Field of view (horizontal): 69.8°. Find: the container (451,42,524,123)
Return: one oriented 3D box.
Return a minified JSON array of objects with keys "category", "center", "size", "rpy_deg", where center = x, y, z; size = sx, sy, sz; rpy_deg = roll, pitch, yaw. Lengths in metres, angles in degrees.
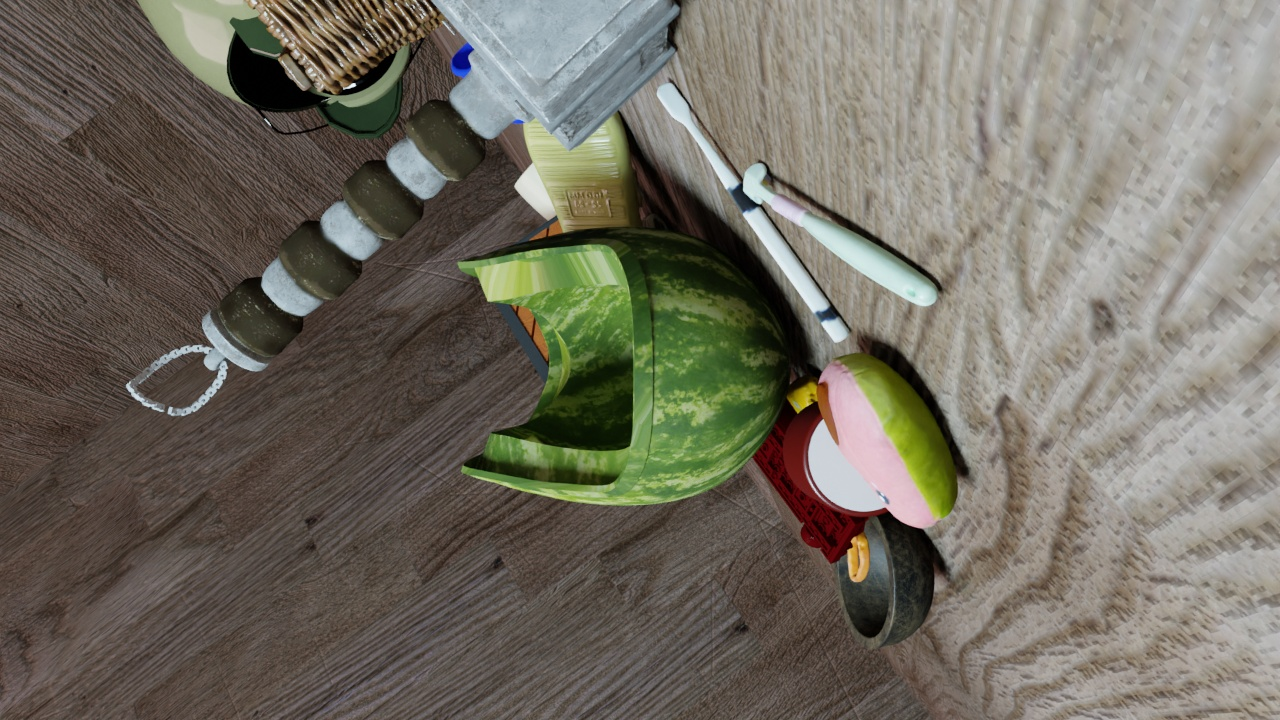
[{"category":"container","center":[-0.090,-0.232,0.709],"size":[0.058,0.096,0.114],"rpy_deg":[49,-179,-29]}]

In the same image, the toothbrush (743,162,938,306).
[{"category":"toothbrush","center":[0.088,-0.061,0.432],"size":[0.154,0.015,0.022],"rpy_deg":[-129,34,-53]}]

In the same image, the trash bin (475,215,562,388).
[{"category":"trash bin","center":[-0.051,-0.038,0.942],"size":[0.171,0.139,0.140],"rpy_deg":[55,179,33]}]

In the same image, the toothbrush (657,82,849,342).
[{"category":"toothbrush","center":[0.068,-0.089,0.551],"size":[0.187,0.012,0.017],"rpy_deg":[54,-168,0]}]

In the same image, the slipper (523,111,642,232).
[{"category":"slipper","center":[-0.036,-0.168,0.828],"size":[0.081,0.092,0.191],"rpy_deg":[-59,-38,-47]}]

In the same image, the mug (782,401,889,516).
[{"category":"mug","center":[0.149,0.067,0.594],"size":[0.106,0.073,0.082],"rpy_deg":[26,178,2]}]

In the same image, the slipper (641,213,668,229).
[{"category":"slipper","center":[0.029,-0.093,0.945],"size":[0.115,0.052,0.263],"rpy_deg":[57,178,-21]}]

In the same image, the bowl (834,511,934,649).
[{"category":"bowl","center":[0.215,0.182,0.784],"size":[0.121,0.056,0.121],"rpy_deg":[179,91,-79]}]

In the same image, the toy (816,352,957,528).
[{"category":"toy","center":[0.140,0.046,0.511],"size":[0.110,0.051,0.090],"rpy_deg":[54,180,-11]}]

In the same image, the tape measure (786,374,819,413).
[{"category":"tape measure","center":[0.143,0.040,0.724],"size":[0.059,0.030,0.068],"rpy_deg":[54,-179,0]}]

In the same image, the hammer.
[{"category":"hammer","center":[-0.123,-0.087,0.463],"size":[0.079,0.326,0.177],"rpy_deg":[48,-174,-5]}]

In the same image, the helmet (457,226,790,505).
[{"category":"helmet","center":[-0.004,0.004,0.711],"size":[0.242,0.248,0.213],"rpy_deg":[0,-90,-62]}]

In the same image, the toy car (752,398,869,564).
[{"category":"toy car","center":[0.139,0.083,0.780],"size":[0.169,0.061,0.070],"rpy_deg":[55,145,34]}]

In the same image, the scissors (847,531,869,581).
[{"category":"scissors","center":[0.178,0.126,0.793],"size":[0.131,0.011,0.125],"rpy_deg":[153,115,-77]}]

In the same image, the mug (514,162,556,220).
[{"category":"mug","center":[-0.069,-0.189,1.001],"size":[0.100,0.096,0.120],"rpy_deg":[44,176,-9]}]

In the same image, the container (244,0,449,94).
[{"category":"container","center":[-0.186,-0.292,0.535],"size":[0.250,0.183,0.162],"rpy_deg":[55,177,-30]}]

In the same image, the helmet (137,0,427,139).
[{"category":"helmet","center":[-0.269,-0.322,0.728],"size":[0.233,0.255,0.250],"rpy_deg":[52,179,7]}]
